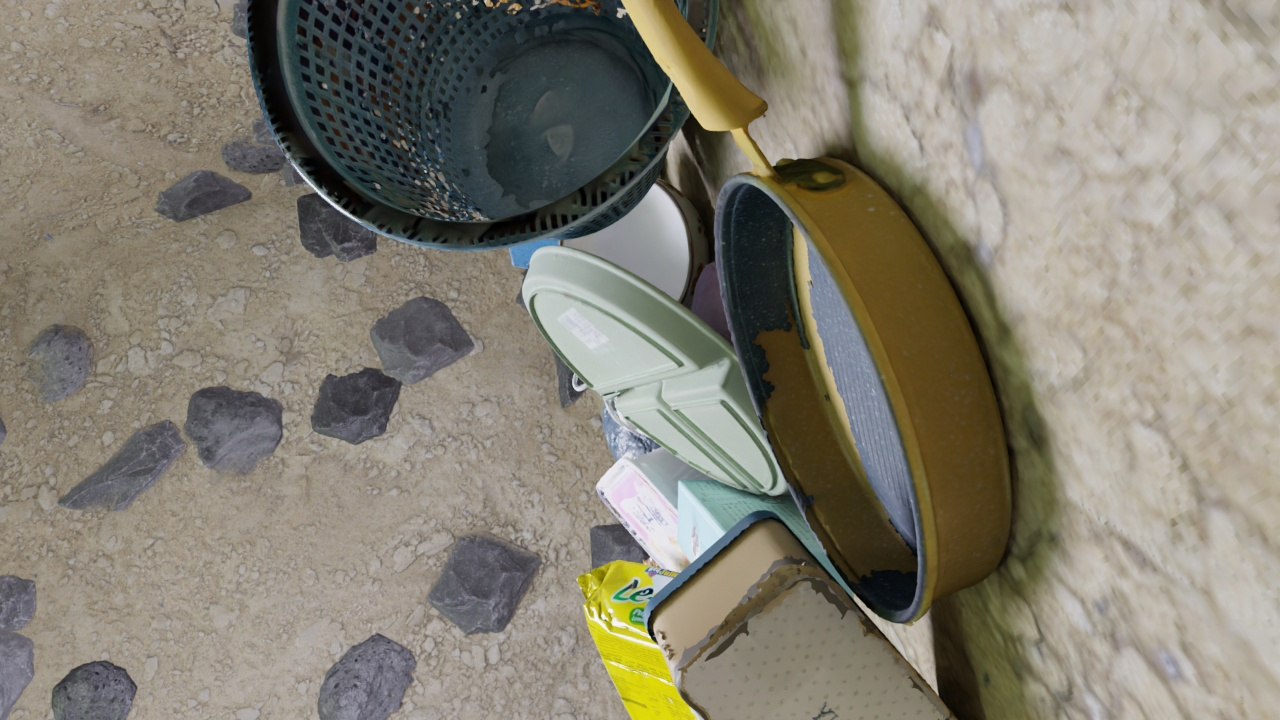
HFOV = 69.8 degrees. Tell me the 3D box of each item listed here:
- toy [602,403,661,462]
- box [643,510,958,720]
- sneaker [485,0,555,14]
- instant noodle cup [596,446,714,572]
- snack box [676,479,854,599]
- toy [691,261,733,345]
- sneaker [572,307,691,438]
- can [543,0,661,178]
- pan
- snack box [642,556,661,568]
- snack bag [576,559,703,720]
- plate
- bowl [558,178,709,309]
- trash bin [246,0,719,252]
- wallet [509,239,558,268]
[{"bbox_3d":[0.016,0.089,1.071,0.138,0.091,0.356,42,-170,-29],"label":"toy"},{"bbox_3d":[0.081,0.155,0.433,0.184,0.090,0.062,51,180,-18],"label":"box"},{"bbox_3d":[-0.080,-0.261,0.791,0.118,0.087,0.241,46,136,46],"label":"sneaker"},{"bbox_3d":[0.049,0.141,0.767,0.173,0.060,0.138,49,157,6],"label":"instant noodle cup"},{"bbox_3d":[0.076,0.120,0.608,0.175,0.074,0.051,-150,61,-80],"label":"snack box"},{"bbox_3d":[0.054,-0.018,0.583,0.108,0.039,0.083,89,161,-63],"label":"toy"},{"bbox_3d":[-0.005,0.005,0.801,0.242,0.091,0.089,74,-148,-66],"label":"sneaker"},{"bbox_3d":[-0.034,-0.198,0.696,0.058,0.058,0.146,141,109,-83],"label":"can"},{"bbox_3d":[0.047,-0.053,0.359,0.197,0.078,0.358,-125,17,-66],"label":"pan"},{"bbox_3d":[0.075,0.234,0.881,0.118,0.105,0.117,79,167,-60],"label":"snack box"},{"bbox_3d":[0.062,0.249,0.714,0.247,0.068,0.158,0,119,45],"label":"snack bag"},{"bbox_3d":[0.011,0.014,0.595,0.230,0.027,0.230,35,164,12],"label":"plate"},{"bbox_3d":[0.003,-0.075,0.647,0.062,0.114,0.113,-15,-96,-54],"label":"bowl"},{"bbox_3d":[-0.065,-0.159,0.516,0.195,0.227,0.226,17,-127,-82],"label":"trash bin"},{"bbox_3d":[-0.039,-0.099,0.731,0.106,0.133,0.040,101,172,-78],"label":"wallet"}]
